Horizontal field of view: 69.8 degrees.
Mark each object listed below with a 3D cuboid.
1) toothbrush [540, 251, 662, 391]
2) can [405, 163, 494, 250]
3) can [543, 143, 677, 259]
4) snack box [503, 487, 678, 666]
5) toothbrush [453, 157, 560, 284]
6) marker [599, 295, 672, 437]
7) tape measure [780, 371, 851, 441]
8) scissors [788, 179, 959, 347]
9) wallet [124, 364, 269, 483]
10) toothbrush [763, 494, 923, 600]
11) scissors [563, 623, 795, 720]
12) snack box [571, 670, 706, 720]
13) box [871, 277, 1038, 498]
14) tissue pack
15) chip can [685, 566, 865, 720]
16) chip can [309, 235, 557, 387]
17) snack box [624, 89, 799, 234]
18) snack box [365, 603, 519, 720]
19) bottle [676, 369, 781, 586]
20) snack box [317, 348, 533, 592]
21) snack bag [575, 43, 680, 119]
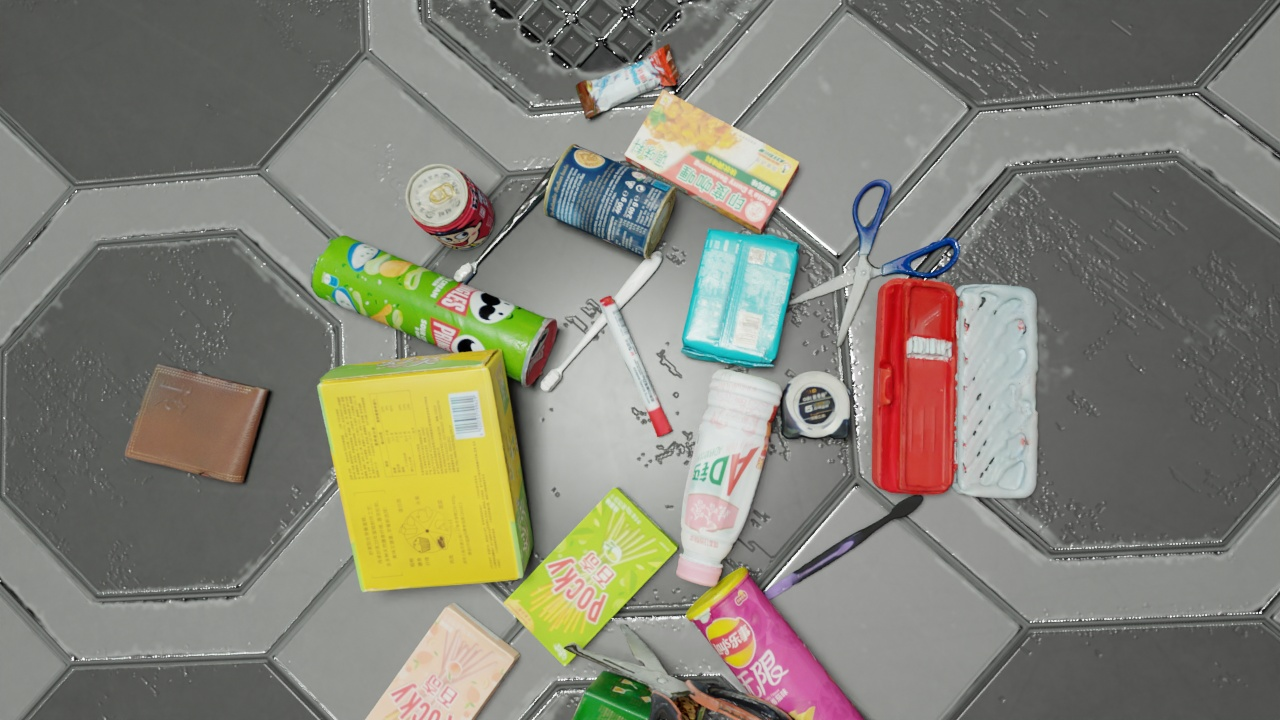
[{"bbox_3d":[-0.038,-0.039,0.907,0.016,0.016,0.180,41,89,0],"label":"toothbrush"},{"bbox_3d":[-0.185,-0.149,0.892,0.066,0.094,0.066,-1,84,5],"label":"can"},{"bbox_3d":[-0.028,-0.153,0.887,0.111,0.075,0.075,24,87,7],"label":"can"},{"bbox_3d":[-0.047,0.206,0.879,0.086,0.026,0.156,44,90,8],"label":"snack box"},{"bbox_3d":[-0.126,-0.145,0.927,0.015,0.018,0.181,41,88,11],"label":"toothbrush"},{"bbox_3d":[-0.005,0.005,0.892,0.017,0.017,0.145,-24,89,2],"label":"marker"},{"bbox_3d":[0.166,0.043,0.871,0.066,0.033,0.066,2,87,4],"label":"tape measure"},{"bbox_3d":[0.227,-0.095,0.890,0.174,0.012,0.162,-3,85,6],"label":"scissors"},{"bbox_3d":[-0.446,0.063,0.929,0.124,0.032,0.101,13,83,6],"label":"wallet"},{"bbox_3d":[0.186,0.180,0.869,0.189,0.017,0.014,-34,73,4],"label":"toothbrush"},{"bbox_3d":[0.035,0.289,0.788,0.189,0.225,0.015,8,105,-15],"label":"scissors"},{"bbox_3d":[-0.014,0.345,0.819,0.105,0.117,0.118,23,89,11],"label":"snack box"},{"bbox_3d":[0.295,0.026,0.860,0.158,0.039,0.201,4,86,-10],"label":"box"},{"bbox_3d":[0.096,-0.061,0.879,0.093,0.050,0.133,13,85,8],"label":"tissue pack"},{"bbox_3d":[0.134,0.292,0.831,0.071,0.071,0.210,-39,83,0],"label":"chip can"},{"bbox_3d":[-0.202,-0.050,0.897,0.236,0.072,0.072,22,87,8],"label":"chip can"},{"bbox_3d":[0.070,-0.196,0.907,0.156,0.027,0.077,30,89,8],"label":"snack box"},{"bbox_3d":[-0.195,0.322,0.881,0.084,0.026,0.157,35,88,8],"label":"snack box"},{"bbox_3d":[0.076,0.109,0.857,0.068,0.068,0.197,15,88,7],"label":"bottle"},{"bbox_3d":[-0.194,0.101,0.849,0.158,0.070,0.210,-6,105,5],"label":"snack box"},{"bbox_3d":[-0.013,-0.280,0.924,0.104,0.026,0.048,-19,71,3],"label":"snack bag"}]
